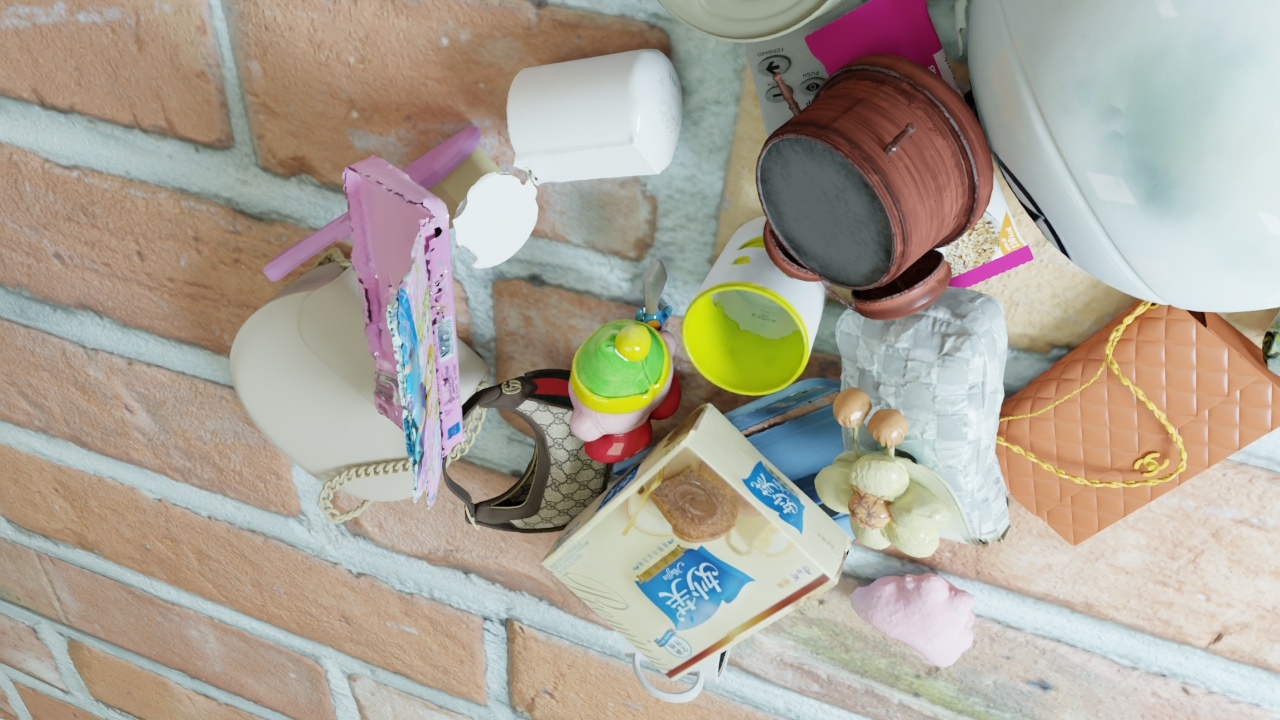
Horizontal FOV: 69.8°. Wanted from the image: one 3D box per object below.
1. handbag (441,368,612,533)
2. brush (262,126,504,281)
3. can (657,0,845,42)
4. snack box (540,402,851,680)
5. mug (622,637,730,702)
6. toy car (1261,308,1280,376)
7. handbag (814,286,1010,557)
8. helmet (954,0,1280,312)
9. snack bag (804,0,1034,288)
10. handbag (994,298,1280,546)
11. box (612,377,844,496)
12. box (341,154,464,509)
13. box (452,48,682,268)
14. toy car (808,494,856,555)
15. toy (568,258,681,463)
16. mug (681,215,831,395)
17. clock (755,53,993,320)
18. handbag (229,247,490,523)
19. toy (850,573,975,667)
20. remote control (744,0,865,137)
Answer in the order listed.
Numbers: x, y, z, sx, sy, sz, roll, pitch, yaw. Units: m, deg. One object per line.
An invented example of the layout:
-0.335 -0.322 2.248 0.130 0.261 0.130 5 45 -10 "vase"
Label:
-0.097 0.083 0.774 0.138 0.063 0.167 1 130 -13 "handbag"
-0.202 -0.101 0.699 0.229 0.089 0.043 -23 117 30 "brush"
0.065 -0.239 0.487 0.128 0.073 0.128 10 116 20 "can"
0.037 0.150 0.720 0.153 0.055 0.208 43 128 -3 "snack box"
0.034 0.264 0.852 0.090 0.105 0.074 11 140 16 "mug"
0.396 -0.038 0.526 0.048 0.033 0.106 11 119 12 "toy car"
0.172 0.040 0.593 0.113 0.123 0.172 13 120 42 "handbag"
0.272 -0.139 0.427 0.237 0.163 0.264 -23 111 33 "helmet"
0.173 -0.125 0.557 0.070 0.016 0.196 -23 117 21 "snack bag"
0.313 0.040 0.604 0.109 0.060 0.172 39 129 -1 "handbag"
0.084 0.072 0.734 0.210 0.049 0.120 -27 123 35 "box"
-0.150 -0.006 0.628 0.066 0.158 0.231 -13 137 -20 "box"
-0.048 -0.128 0.594 0.137 0.143 0.083 2 166 25 "box"
0.123 0.147 0.758 0.154 0.056 0.055 -30 89 31 "toy car"
-0.004 0.004 0.675 0.097 0.124 0.131 28 153 42 "toy"
0.081 -0.039 0.615 0.082 0.105 0.083 11 127 15 "mug"
0.127 -0.089 0.522 0.120 0.072 0.158 36 154 36 "clock"
-0.252 0.027 0.809 0.210 0.103 0.209 43 125 -11 "handbag"
0.233 0.208 0.760 0.102 0.050 0.093 28 133 7 "toy"
0.110 -0.165 0.569 0.074 0.019 0.151 -5 121 26 "remote control"
